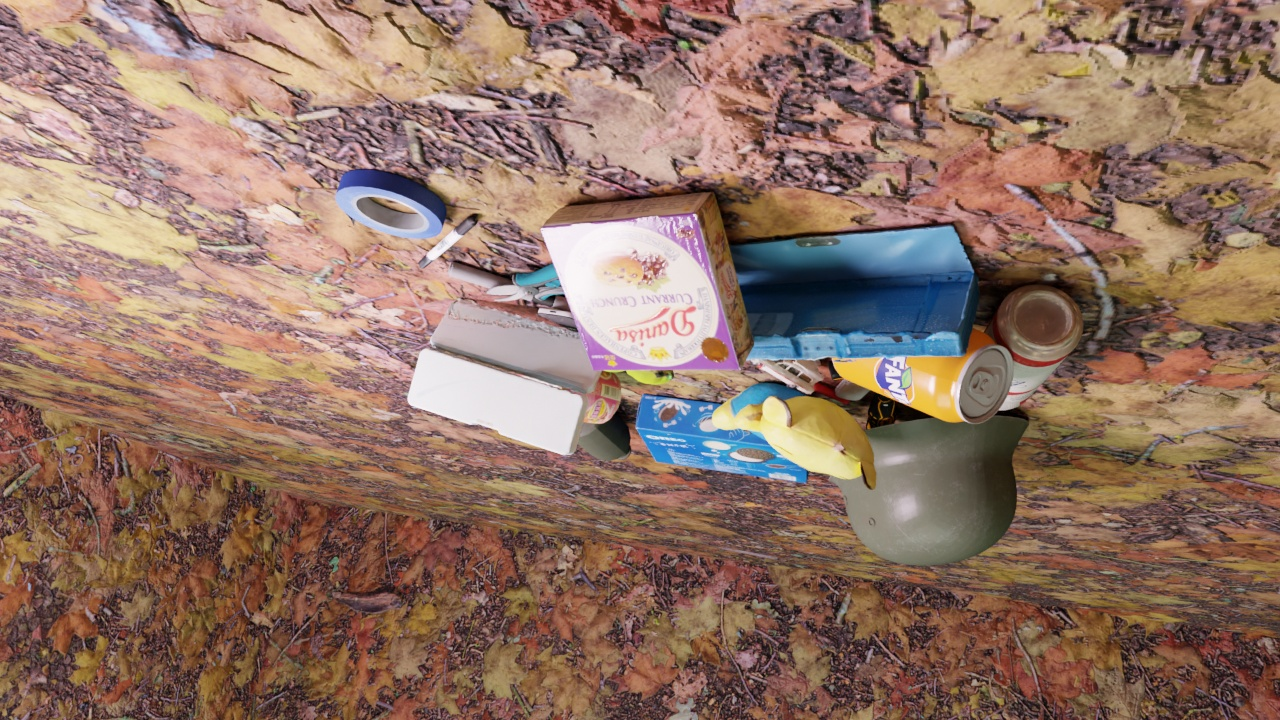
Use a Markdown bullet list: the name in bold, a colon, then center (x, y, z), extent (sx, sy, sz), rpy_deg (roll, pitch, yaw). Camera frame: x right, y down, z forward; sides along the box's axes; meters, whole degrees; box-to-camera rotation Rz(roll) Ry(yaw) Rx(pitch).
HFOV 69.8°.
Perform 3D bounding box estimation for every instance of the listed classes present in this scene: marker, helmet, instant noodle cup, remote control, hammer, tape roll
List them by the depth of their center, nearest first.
- **tape roll**: center (-0.219, -0.136, 0.808), extent (0.093, 0.016, 0.091), rpy_deg (10, 162, 0)
- **marker**: center (-0.185, -0.112, 0.875), extent (0.011, 0.011, 0.152), rpy_deg (19, 160, -26)
- **marker**: center (-0.129, -0.074, 0.948), extent (0.140, 0.016, 0.016), rpy_deg (17, 161, -18)
- **remote control**: center (-0.056, -0.032, 1.013), extent (0.045, 0.008, 0.146), rpy_deg (9, 171, 31)
- **hammer**: center (0.274, 0.039, 1.014), extent (0.123, 0.036, 0.320), rpy_deg (-14, 160, 9)
- **remote control**: center (0.250, 0.021, 1.029), extent (0.033, 0.012, 0.131), rpy_deg (11, 161, 0)
- **marker**: center (0.192, 0.025, 1.077), extent (0.142, 0.012, 0.013), rpy_deg (21, 159, -28)
- **helmet**: center (0.351, 0.172, 1.125), extent (0.226, 0.153, 0.269), rpy_deg (4, 162, -24)
- **instant noodle cup**: center (-0.086, 0.037, 1.151), extent (0.108, 0.097, 0.098), rpy_deg (17, 163, -42)

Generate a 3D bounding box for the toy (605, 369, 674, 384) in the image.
- **toy**: center (-0.006, 0.006, 1.089), extent (0.094, 0.036, 0.094), rpy_deg (12, -179, 32)

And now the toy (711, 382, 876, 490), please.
- **toy**: center (0.183, 0.077, 1.054), extent (0.149, 0.084, 0.214), rpy_deg (20, 179, -12)

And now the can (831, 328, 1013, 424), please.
- **can**: center (0.238, -0.001, 0.789), extent (0.079, 0.079, 0.142), rpy_deg (25, -178, -37)

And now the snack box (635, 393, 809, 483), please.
- **snack box**: center (0.124, 0.115, 1.316), extent (0.239, 0.056, 0.195), rpy_deg (7, 162, 12)

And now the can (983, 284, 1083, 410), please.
- **can**: center (0.333, -0.006, 0.813), extent (0.067, 0.067, 0.170), rpy_deg (7, 162, 10)

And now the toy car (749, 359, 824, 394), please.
- **toy car**: center (0.156, -0.001, 0.983), extent (0.039, 0.039, 0.113), rpy_deg (-28, 143, 31)

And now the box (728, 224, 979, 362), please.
- **box**: center (0.151, -0.064, 0.763), extent (0.232, 0.094, 0.102), rpy_deg (0, 130, 32)

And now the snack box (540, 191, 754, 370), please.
- **snack box**: center (0.008, -0.060, 0.759), extent (0.144, 0.040, 0.148), rpy_deg (-1, 124, 29)

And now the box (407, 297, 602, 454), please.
- **box**: center (-0.141, 0.014, 0.977), extent (0.197, 0.136, 0.049), rpy_deg (17, 164, 16)

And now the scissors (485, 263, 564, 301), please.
- **scissors**: center (-0.086, -0.078, 0.896), extent (0.128, 0.019, 0.153), rpy_deg (9, 159, -11)

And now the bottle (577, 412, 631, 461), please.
- **bottle**: center (-0.058, 0.108, 1.372), extent (0.071, 0.071, 0.207), rpy_deg (4, 161, 19)
